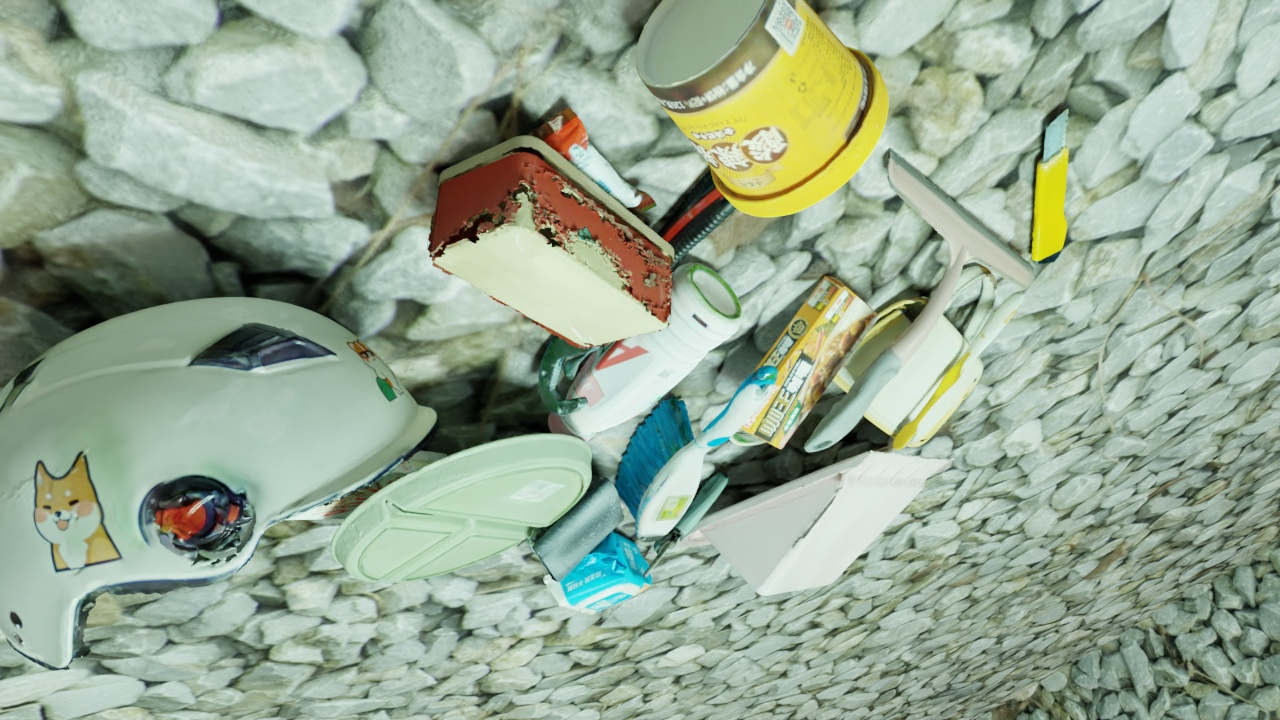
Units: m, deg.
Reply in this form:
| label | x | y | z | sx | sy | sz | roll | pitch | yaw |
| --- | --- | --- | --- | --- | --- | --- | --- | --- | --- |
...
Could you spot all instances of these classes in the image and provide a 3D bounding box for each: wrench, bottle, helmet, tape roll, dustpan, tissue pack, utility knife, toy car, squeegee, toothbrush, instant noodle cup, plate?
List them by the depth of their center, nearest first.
| label | x | y | z | sx | sy | sz | roll | pitch | yaw |
| --- | --- | --- | --- | --- | --- | --- | --- | --- | --- |
| instant noodle cup | 0.067 | -0.164 | 0.540 | 0.119 | 0.118 | 0.114 | -37 | 134 | 19 |
| helmet | -0.281 | 0.043 | 0.561 | 0.274 | 0.230 | 0.157 | -27 | 104 | 2 |
| wrench | 0.003 | -0.060 | 0.692 | 0.274 | 0.056 | 0.016 | -49 | 161 | 25 |
| bottle | -0.004 | 0.004 | 0.754 | 0.068 | 0.068 | 0.197 | 17 | 132 | -41 |
| plate | -0.143 | 0.131 | 0.773 | 0.230 | 0.027 | 0.230 | -22 | 157 | -10 |
| squeegee | 0.222 | -0.014 | 0.791 | 0.247 | 0.040 | 0.250 | 22 | 107 | -40 |
| utility knife | 0.356 | -0.145 | 0.795 | 0.033 | 0.015 | 0.195 | -28 | 143 | 2 |
| toothbrush | 0.307 | 0.012 | 0.886 | 0.191 | 0.016 | 0.018 | -54 | 147 | 10 |
| tape roll | 0.126 | 0.056 | 0.930 | 0.085 | 0.014 | 0.086 | -14 | 143 | -11 |
| toy car | -0.087 | 0.175 | 0.939 | 0.043 | 0.034 | 0.090 | -30 | 159 | 8 |
| tissue pack | -0.044 | 0.238 | 1.013 | 0.090 | 0.063 | 0.140 | -26 | 157 | 4 |
| dustpan | 0.176 | 0.153 | 1.016 | 0.222 | 0.139 | 0.274 | 14 | 118 | -52 |

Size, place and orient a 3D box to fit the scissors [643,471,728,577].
| label | x | y | z | sx | sy | sz | roll | pitch | yaw |
| --- | --- | --- | --- | --- | --- | --- | --- | --- | --- |
| scissors | 0.029 | 0.187 | 0.964 | 0.185 | 0.019 | 0.132 | -43 | 174 | -39 |

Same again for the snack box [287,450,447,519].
| label | x | y | z | sx | sy | sz | roll | pitch | yaw |
| --- | --- | --- | --- | --- | --- | --- | --- | --- | --- |
| snack box | -0.221 | 0.100 | 0.746 | 0.085 | 0.027 | 0.156 | -28 | 167 | 8 |

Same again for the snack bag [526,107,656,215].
| label | x | y | z | sx | sy | sz | roll | pitch | yaw |
| --- | --- | --- | --- | --- | --- | --- | --- | --- | --- |
| snack bag | -0.033 | -0.123 | 0.608 | 0.048 | 0.026 | 0.104 | -24 | 147 | 24 |

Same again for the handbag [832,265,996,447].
| label | x | y | z | sx | sy | sz | roll | pitch | yaw |
| --- | --- | --- | --- | --- | --- | --- | --- | --- | --- |
| handbag | 0.282 | -0.013 | 0.900 | 0.179 | 0.063 | 0.163 | -49 | 139 | 10 |

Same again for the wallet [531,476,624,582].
| label | x | y | z | sx | sy | sz | roll | pitch | yaw |
| --- | --- | --- | --- | --- | --- | --- | --- | --- | --- |
| wallet | -0.059 | 0.170 | 0.905 | 0.097 | 0.019 | 0.121 | -42 | 157 | -15 |

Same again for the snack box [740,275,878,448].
| label | x | y | z | sx | sy | sz | roll | pitch | yaw |
| --- | --- | --- | --- | --- | --- | --- | --- | --- | --- |
| snack box | 0.145 | 0.003 | 0.822 | 0.075 | 0.026 | 0.154 | 27 | 101 | -46 |

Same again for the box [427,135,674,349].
| label | x | y | z | sx | sy | sz | roll | pitch | yaw |
| --- | --- | --- | --- | --- | --- | --- | --- | --- | --- |
| box | -0.052 | -0.063 | 0.606 | 0.091 | 0.079 | 0.168 | -14 | 152 | 32 |

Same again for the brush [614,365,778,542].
| label | x | y | z | sx | sy | sz | roll | pitch | yaw |
| --- | --- | --- | --- | --- | --- | --- | --- | --- | --- |
| brush | 0.045 | 0.073 | 0.828 | 0.060 | 0.109 | 0.315 | 0 | 138 | -21 |
